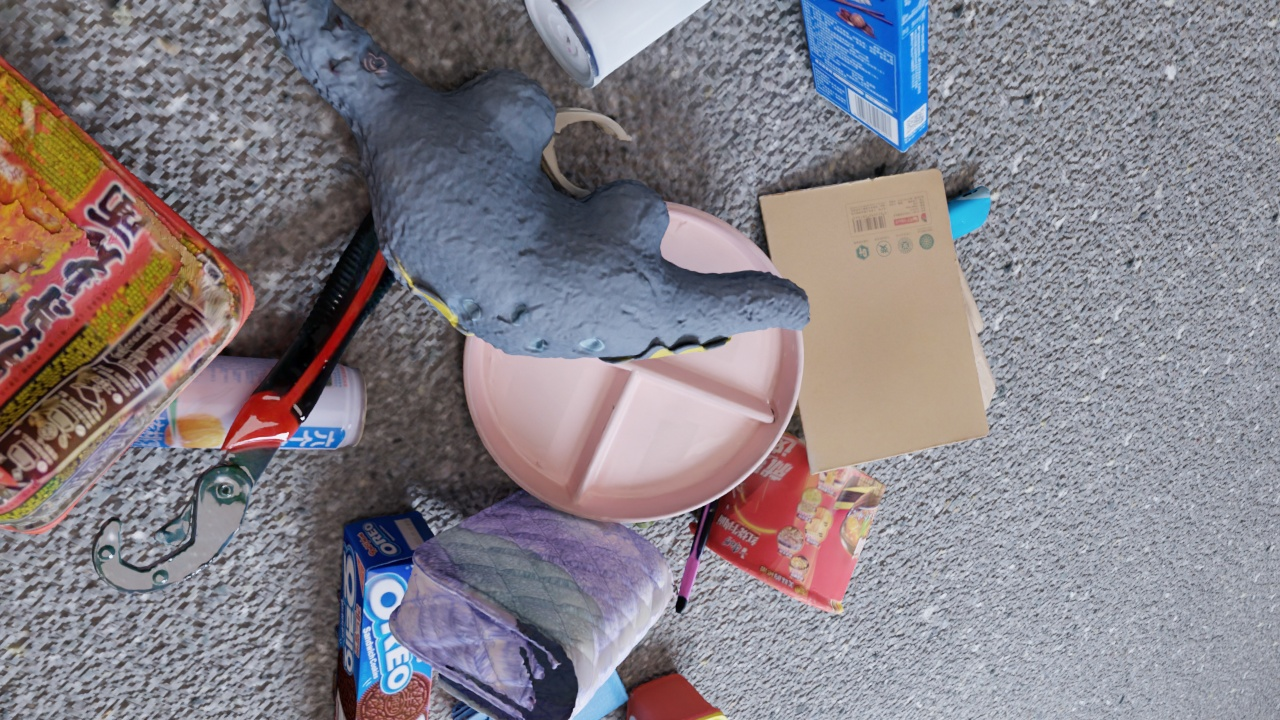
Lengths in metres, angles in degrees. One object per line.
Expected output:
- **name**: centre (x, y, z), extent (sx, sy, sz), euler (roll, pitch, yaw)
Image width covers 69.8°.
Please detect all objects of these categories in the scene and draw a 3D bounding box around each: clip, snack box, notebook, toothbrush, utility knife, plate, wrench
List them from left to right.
- **wrench**: centre (-0.196, 0.009, 0.511), extent (0.056, 0.016, 0.272), euler (42, 69, -28)
- **snack box**: centre (-0.181, 0.210, 0.651), extent (0.057, 0.058, 0.208), euler (-3, 115, -31)
- **clip**: centre (-0.048, -0.149, 0.561), extent (0.092, 0.035, 0.103), euler (-37, 119, -3)
- **plate**: centre (-0.004, 0.004, 0.624), extent (0.229, 0.028, 0.230), euler (-2, 110, -6)
- **snack box**: centre (0.027, 0.335, 0.816), extent (0.081, 0.080, 0.091), euler (-12, 119, -25)
- **toothbrush**: centre (0.058, 0.103, 0.706), extent (0.018, 0.014, 0.189), euler (42, 60, -48)
- **snack box**: centre (0.138, -0.202, 0.568), extent (0.026, 0.084, 0.157), euler (-43, 153, -3)
- **notebook**: centre (0.175, -0.031, 0.683), extent (0.147, 0.008, 0.207), euler (-11, 91, -11)
- **utility knife**: centre (0.198, -0.088, 0.738), extent (0.198, 0.018, 0.034), euler (-26, 127, -12)

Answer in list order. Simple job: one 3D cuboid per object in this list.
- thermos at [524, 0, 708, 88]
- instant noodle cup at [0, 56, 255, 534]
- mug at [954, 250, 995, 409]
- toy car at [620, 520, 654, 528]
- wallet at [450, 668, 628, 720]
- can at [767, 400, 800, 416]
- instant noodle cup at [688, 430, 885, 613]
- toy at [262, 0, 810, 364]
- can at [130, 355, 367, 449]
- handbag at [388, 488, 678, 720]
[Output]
- **thermos**: centre (0.040, -0.250, 0.539), extent (0.224, 0.073, 0.073), euler (-38, 126, -8)
- **instant noodle cup**: centre (-0.294, -0.035, 0.427), extent (0.164, 0.079, 0.189), euler (-45, 101, -1)
- **mug**: centre (0.251, -0.019, 0.772), extent (0.103, 0.084, 0.124), euler (51, 58, -38)
- **toy car**: centre (0.016, 0.094, 0.716), extent (0.090, 0.035, 0.042), euler (-32, 124, -15)
- **wallet**: centre (-0.079, 0.285, 0.759), extent (0.133, 0.040, 0.106), euler (-29, 129, -14)
- **can**: centre (0.096, 0.005, 0.701), extent (0.116, 0.058, 0.058), euler (18, 104, -35)
- **instant noodle cup**: centre (0.122, 0.119, 0.735), extent (0.137, 0.138, 0.108), euler (27, 90, -36)
- **toy**: centre (-0.067, -0.077, 0.521), extent (0.356, 0.091, 0.138), euler (33, 103, -21)
- **can**: centre (-0.232, 0.024, 0.531), extent (0.134, 0.053, 0.053), euler (4, 111, -31)
- **handbag**: centre (-0.064, 0.155, 0.602), extent (0.076, 0.134, 0.193), euler (-68, 164, 14)
